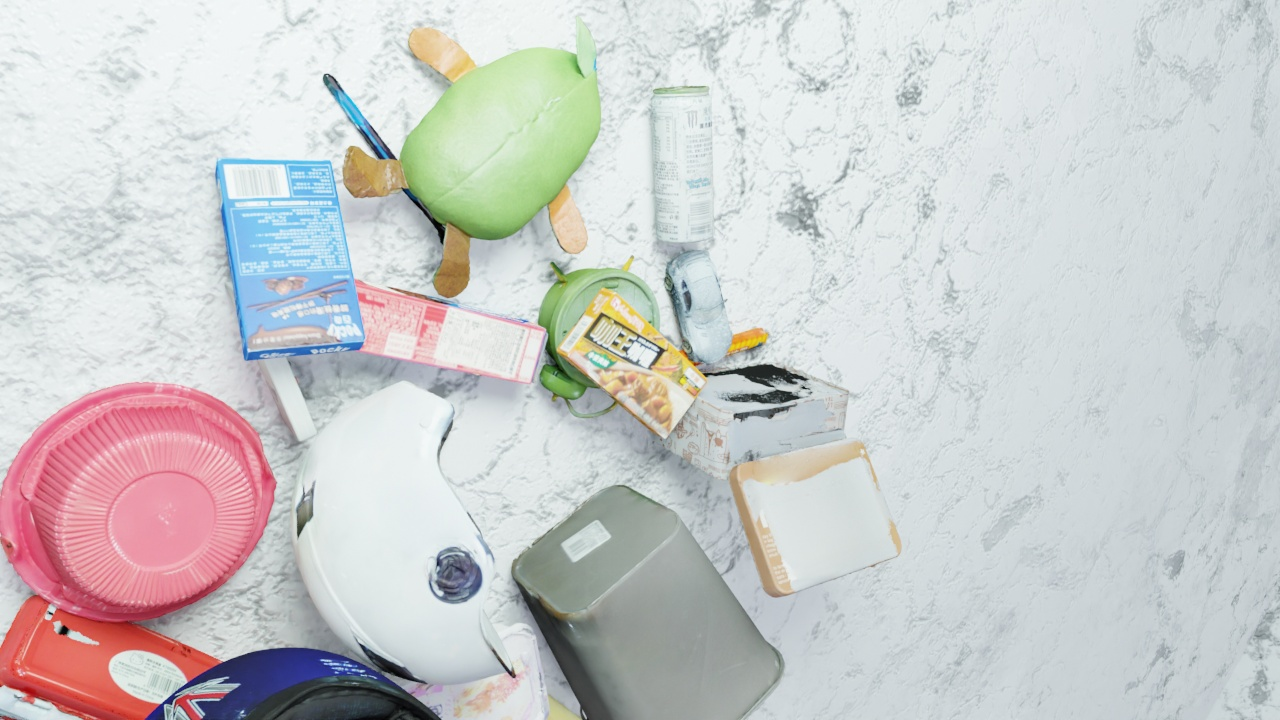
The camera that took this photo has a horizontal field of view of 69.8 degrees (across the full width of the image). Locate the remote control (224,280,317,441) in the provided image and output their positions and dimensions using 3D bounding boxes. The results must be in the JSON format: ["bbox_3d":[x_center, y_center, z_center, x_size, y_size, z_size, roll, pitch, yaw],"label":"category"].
[{"bbox_3d":[-0.295,-0.002,0.735,0.019,0.056,0.135,-26,117,-25],"label":"remote control"}]

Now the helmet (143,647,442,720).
[{"bbox_3d":[-0.244,0.365,0.670,0.315,0.241,0.246,54,42,-10],"label":"helmet"}]

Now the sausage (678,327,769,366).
[{"bbox_3d":[0.077,-0.010,0.999,0.164,0.021,0.021,-17,114,-28],"label":"sausage"}]

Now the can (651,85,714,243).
[{"bbox_3d":[0.042,-0.190,0.894,0.058,0.058,0.147,-15,113,-29],"label":"can"}]

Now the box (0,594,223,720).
[{"bbox_3d":[-0.432,0.274,0.742,0.102,0.095,0.201,-28,130,24],"label":"box"}]

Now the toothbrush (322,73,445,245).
[{"bbox_3d":[-0.205,-0.159,0.772,0.014,0.016,0.189,-38,120,-7],"label":"toothbrush"}]

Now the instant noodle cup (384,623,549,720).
[{"bbox_3d":[-0.184,0.338,0.915,0.173,0.060,0.138,-20,117,-28],"label":"instant noodle cup"}]

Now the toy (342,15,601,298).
[{"bbox_3d":[-0.121,-0.177,0.773,0.246,0.090,0.227,-44,114,-18],"label":"toy"}]

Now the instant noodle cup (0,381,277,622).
[{"bbox_3d":[-0.370,0.114,0.700,0.193,0.066,0.194,-6,100,-39],"label":"instant noodle cup"}]

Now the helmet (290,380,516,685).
[{"bbox_3d":[-0.201,0.151,0.748,0.145,0.229,0.258,-15,92,-13],"label":"helmet"}]

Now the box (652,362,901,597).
[{"bbox_3d":[0.146,0.101,0.951,0.178,0.272,0.131,-7,137,-33],"label":"box"}]

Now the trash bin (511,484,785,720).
[{"bbox_3d":[-0.003,0.268,0.945,0.198,0.199,0.220,-37,115,-20],"label":"trash bin"}]

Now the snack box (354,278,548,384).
[{"bbox_3d":[-0.185,-0.026,0.800,0.207,0.057,0.058,13,95,-35],"label":"snack box"}]

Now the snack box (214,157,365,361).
[{"bbox_3d":[-0.266,-0.079,0.695,0.084,0.026,0.157,-7,73,-29],"label":"snack box"}]

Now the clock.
[{"bbox_3d":[-0.044,-0.019,0.896,0.116,0.056,0.161,-8,110,-31],"label":"clock"}]

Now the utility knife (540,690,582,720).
[{"bbox_3d":[-0.083,0.405,1.032,0.031,0.020,0.195,-50,132,-16],"label":"utility knife"}]

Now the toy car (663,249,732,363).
[{"bbox_3d":[0.063,-0.056,0.959,0.054,0.037,0.121,-22,106,-26],"label":"toy car"}]

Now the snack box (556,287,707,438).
[{"bbox_3d":[-0.005,0.005,0.877,0.153,0.026,0.075,42,80,-36],"label":"snack box"}]
